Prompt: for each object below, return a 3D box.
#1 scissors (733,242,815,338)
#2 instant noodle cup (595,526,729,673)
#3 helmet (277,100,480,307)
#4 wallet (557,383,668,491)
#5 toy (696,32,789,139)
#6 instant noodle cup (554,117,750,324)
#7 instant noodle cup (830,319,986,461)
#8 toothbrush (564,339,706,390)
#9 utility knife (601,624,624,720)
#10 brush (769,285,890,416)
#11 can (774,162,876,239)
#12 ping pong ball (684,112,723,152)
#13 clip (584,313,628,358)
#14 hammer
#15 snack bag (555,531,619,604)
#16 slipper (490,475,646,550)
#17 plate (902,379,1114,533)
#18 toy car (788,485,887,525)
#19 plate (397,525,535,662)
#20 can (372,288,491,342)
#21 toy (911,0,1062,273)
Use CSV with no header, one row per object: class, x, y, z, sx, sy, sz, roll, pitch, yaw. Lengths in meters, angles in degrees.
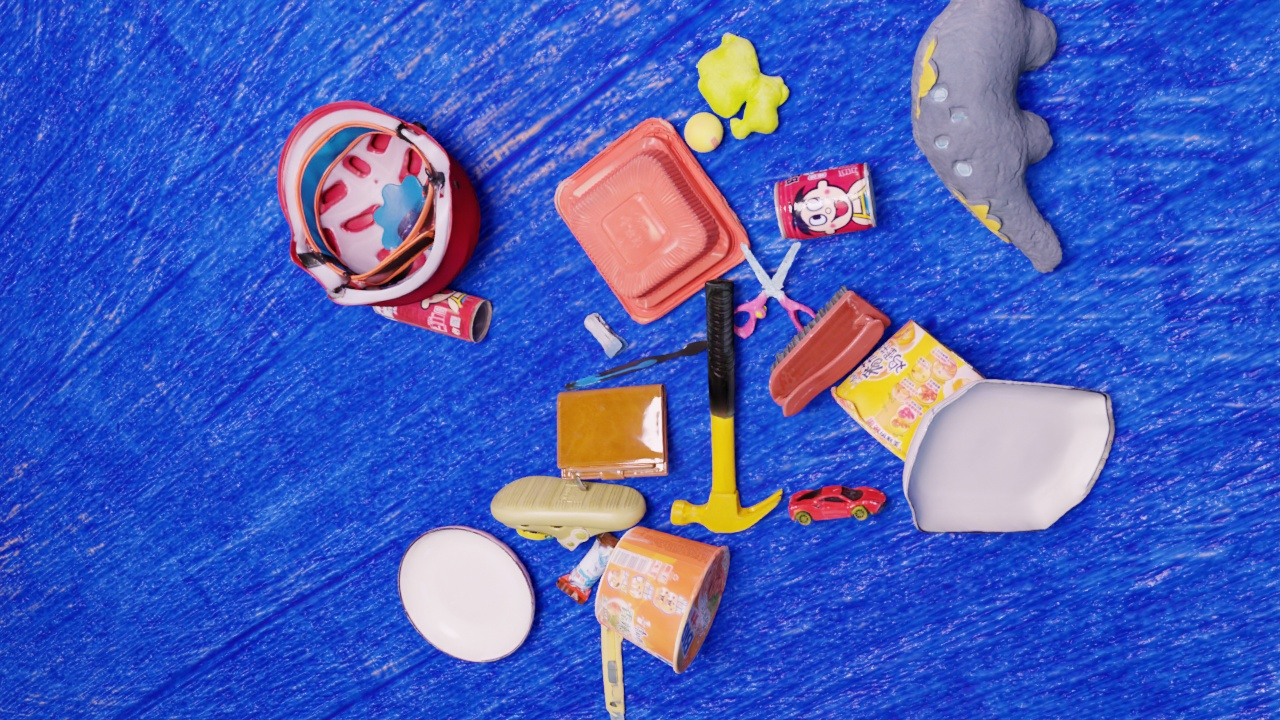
scissors,0.146,-0.069,0.977,0.130,0.017,0.134,27,127,2
instant noodle cup,0.024,0.266,1.056,0.111,0.151,0.151,18,109,20
helmet,-0.280,-0.167,1.029,0.207,0.143,0.240,-46,71,12
wallet,-0.034,0.090,1.062,0.131,0.035,0.119,-5,82,17
toy,0.101,-0.279,0.938,0.100,0.031,0.097,20,100,5
instant noodle cup,0.004,-0.146,0.980,0.165,0.079,0.189,-35,91,22
instant noodle cup,0.279,0.033,0.921,0.138,0.138,0.110,39,104,3
toothbrush,-0.006,0.006,1.062,0.190,0.016,0.014,-18,108,23
utility knife,-0.032,0.408,1.180,0.031,0.020,0.190,3,110,22
brush,0.191,-0.004,0.959,0.063,0.069,0.146,31,115,-26
can,0.187,-0.159,0.926,0.094,0.066,0.066,-7,102,19
ping pong ball,0.066,-0.237,0.956,0.040,0.040,0.040,4,106,16
clip,-0.042,-0.031,1.057,0.027,0.043,0.058,-42,82,25
hammer,0.092,0.058,1.023,0.129,0.032,0.301,2,110,15
snack bag,-0.060,0.256,1.137,0.048,0.026,0.104,37,113,-8
slipper,-0.086,0.191,1.096,0.191,0.091,0.082,0,108,14
plate,0.353,0.090,0.889,0.265,0.034,0.162,4,111,-28
toy car,0.217,0.156,1.014,0.106,0.049,0.031,-7,104,20
plate,-0.221,0.297,1.191,0.193,0.039,0.192,5,106,16
can,-0.248,-0.063,1.092,0.133,0.053,0.053,16,109,12
toy,0.321,-0.250,0.850,0.138,0.091,0.356,-7,105,6
